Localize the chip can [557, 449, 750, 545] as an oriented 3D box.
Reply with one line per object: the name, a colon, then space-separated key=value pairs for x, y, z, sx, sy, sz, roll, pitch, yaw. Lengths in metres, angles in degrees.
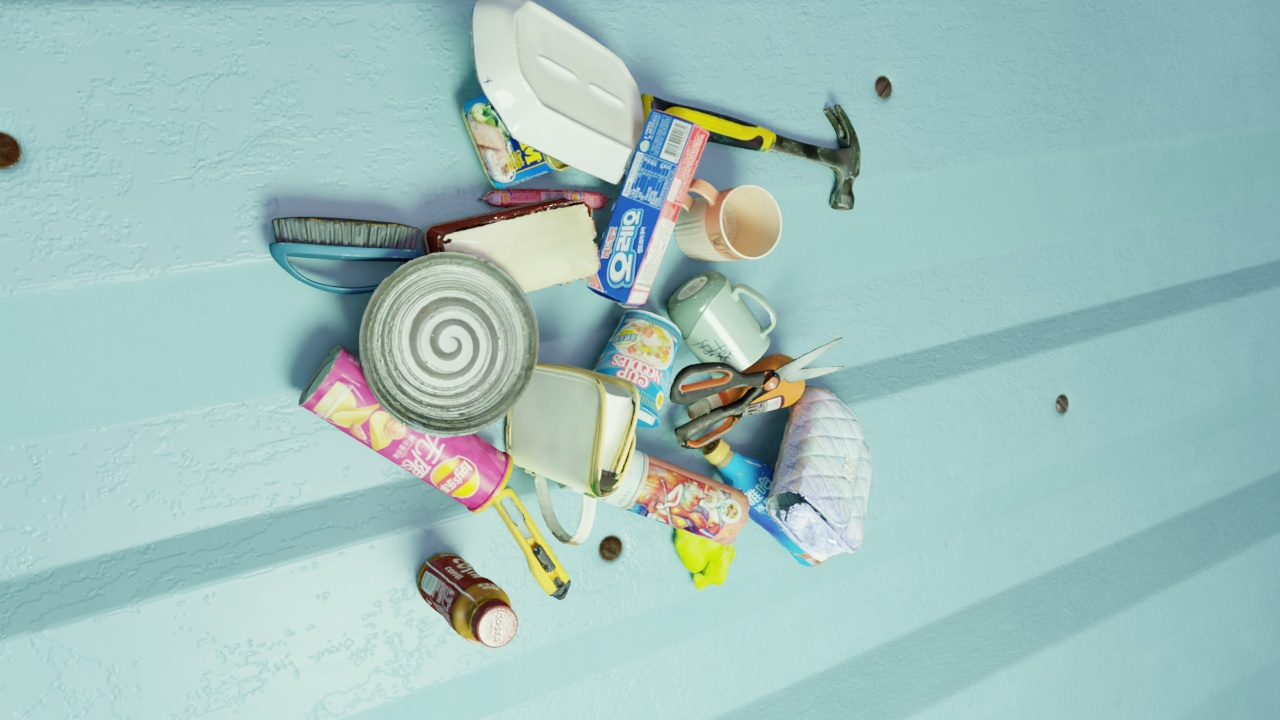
chip can: x=0.017 y=0.145 z=1.037 sx=0.214 sy=0.071 sz=0.071 roll=23 pitch=82 yaw=-20

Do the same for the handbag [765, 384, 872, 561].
handbag: x=0.221 y=0.134 z=1.112 sx=0.134 sy=0.076 sz=0.193 roll=45 pitch=39 yaw=-20

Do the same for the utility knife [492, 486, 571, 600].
utility knife: x=-0.124 y=0.198 z=1.010 sx=0.033 sy=0.015 sz=0.168 roll=-38 pitch=109 yaw=-24

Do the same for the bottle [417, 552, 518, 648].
bottle: x=-0.169 y=0.235 z=0.897 sx=0.057 sy=0.175 sz=0.057 roll=-2 pitch=94 yaw=-28

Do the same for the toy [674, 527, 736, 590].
toy: x=0.077 y=0.227 z=1.111 sx=0.100 sy=0.031 sz=0.096 roll=31 pitch=75 yaw=-30

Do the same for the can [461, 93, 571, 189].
can: x=-0.124 y=-0.233 z=0.940 sx=0.057 sy=0.083 sz=0.102 roll=-41 pitch=114 yaw=-56

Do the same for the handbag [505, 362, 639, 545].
handbag: x=-0.074 y=0.095 z=0.949 sx=0.063 sy=0.164 sz=0.179 roll=5 pitch=94 yaw=-41

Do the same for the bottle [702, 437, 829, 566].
bottle: x=0.156 y=0.170 z=1.131 sx=0.218 sy=0.065 sz=0.065 roll=44 pitch=73 yaw=-22

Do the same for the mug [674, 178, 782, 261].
mug: x=0.087 y=-0.164 z=1.052 sx=0.114 sy=0.106 sz=0.081 roll=37 pitch=75 yaw=-25

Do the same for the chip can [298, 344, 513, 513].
chip can: x=-0.230 y=0.071 z=0.914 sx=0.210 sy=0.071 sz=0.071 roll=38 pitch=75 yaw=-25

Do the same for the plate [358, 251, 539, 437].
plate: x=-0.185 y=-0.015 z=0.891 sx=0.179 sy=0.024 sz=0.179 roll=-2 pitch=94 yaw=-29

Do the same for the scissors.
scissors: x=0.130 y=0.025 z=1.049 sx=0.227 sy=0.021 sz=0.198 roll=-43 pitch=133 yaw=10

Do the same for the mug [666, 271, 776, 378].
mug: x=0.099 y=-0.048 z=1.064 sx=0.106 sy=0.112 sz=0.082 roll=54 pitch=34 yaw=-17

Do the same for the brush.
brush: x=-0.282 y=-0.101 z=0.886 sx=0.143 sy=0.055 sz=0.073 roll=0 pitch=91 yaw=-29

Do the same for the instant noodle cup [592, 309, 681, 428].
instant noodle cup: x=-0.006 y=0.006 z=1.024 sx=0.099 sy=0.099 sz=0.109 roll=30 pitch=70 yaw=-26

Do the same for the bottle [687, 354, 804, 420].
bottle: x=0.124 y=0.041 z=1.112 sx=0.149 sy=0.067 sz=0.067 roll=-19 pitch=102 yaw=-19

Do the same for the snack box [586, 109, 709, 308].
snack box: x=0.007 y=-0.162 z=0.997 sx=0.058 sy=0.057 sz=0.207 roll=-5 pitch=118 yaw=-68

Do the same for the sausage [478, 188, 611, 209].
sausage: x=-0.102 y=-0.176 z=0.999 sx=0.155 sy=0.020 sz=0.020 roll=-4 pitch=94 yaw=-28

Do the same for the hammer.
hammer: x=0.140 y=-0.273 z=1.117 sx=0.322 sy=0.032 sz=0.126 roll=6 pitch=90 yaw=-28

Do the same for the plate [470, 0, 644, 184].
plate: x=-0.068 y=-0.278 z=0.929 sx=0.265 sy=0.034 sz=0.162 roll=11 pitch=70 yaw=-56

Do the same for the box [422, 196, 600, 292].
box: x=-0.128 y=-0.109 z=0.947 sx=0.168 sy=0.077 sz=0.091 roll=-17 pitch=111 yaw=-24
